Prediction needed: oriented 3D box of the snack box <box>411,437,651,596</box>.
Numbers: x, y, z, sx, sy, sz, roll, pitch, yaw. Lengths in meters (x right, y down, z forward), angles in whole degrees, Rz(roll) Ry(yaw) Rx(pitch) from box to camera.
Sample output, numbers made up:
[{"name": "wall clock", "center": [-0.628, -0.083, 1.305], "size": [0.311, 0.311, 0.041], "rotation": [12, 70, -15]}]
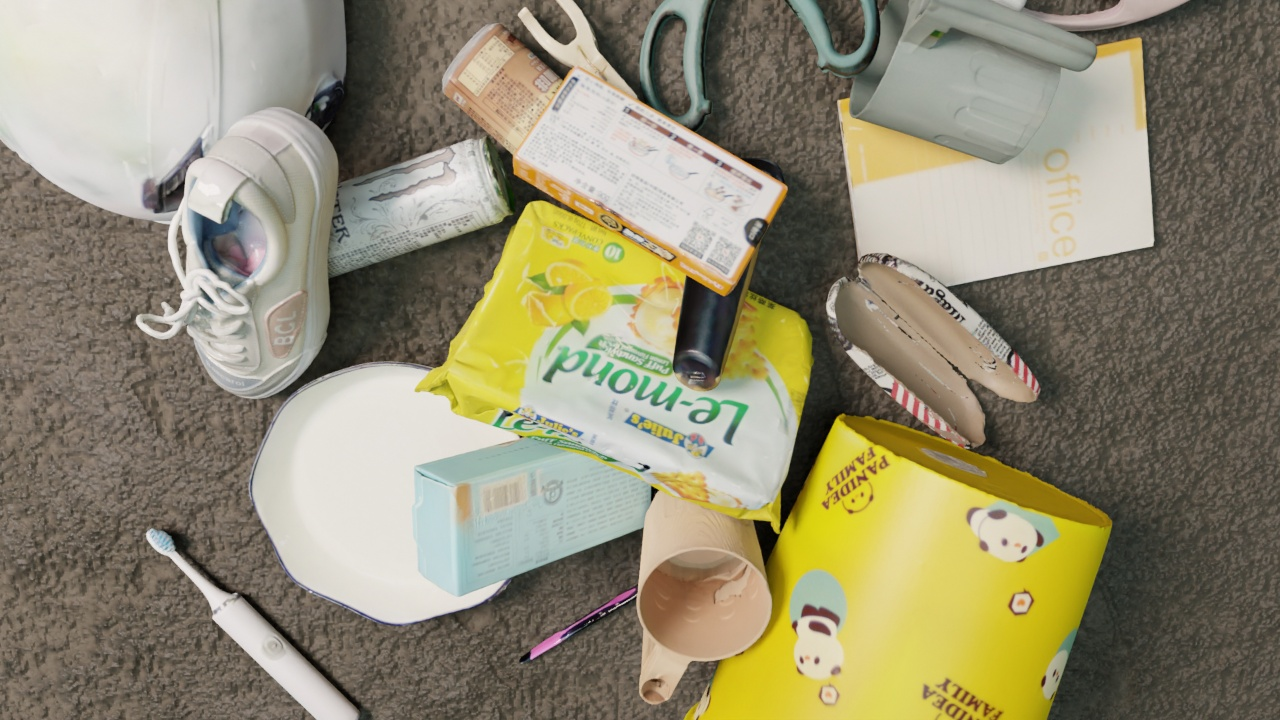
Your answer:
[{"name": "snack box", "center": [-0.068, 0.093, 0.625], "size": [0.174, 0.052, 0.074], "rotation": [-12, 110, -42]}]

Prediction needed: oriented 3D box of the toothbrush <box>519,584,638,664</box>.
[{"name": "toothbrush", "center": [-0.017, 0.193, 0.724], "size": [0.189, 0.014, 0.018], "rotation": [-34, 115, 9]}]

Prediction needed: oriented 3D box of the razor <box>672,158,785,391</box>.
[{"name": "razor", "center": [0.054, -0.058, 0.597], "size": [0.062, 0.167, 0.067], "rotation": [2, 151, 24]}]

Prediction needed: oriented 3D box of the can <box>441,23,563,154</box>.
[{"name": "can", "center": [-0.069, -0.161, 0.603], "size": [0.116, 0.058, 0.058], "rotation": [41, 101, -11]}]

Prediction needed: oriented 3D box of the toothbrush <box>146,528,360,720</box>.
[{"name": "toothbrush", "center": [-0.304, 0.212, 0.719], "size": [0.026, 0.026, 0.221], "rotation": [-29, 106, 41]}]

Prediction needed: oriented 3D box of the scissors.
[{"name": "scissors", "center": [0.057, -0.216, 0.594], "size": [0.170, 0.019, 0.182], "rotation": [46, 112, 6]}]

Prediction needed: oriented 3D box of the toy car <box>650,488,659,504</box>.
[{"name": "toy car", "center": [0.048, 0.092, 0.681], "size": [0.053, 0.045, 0.120], "rotation": [29, 101, -10]}]

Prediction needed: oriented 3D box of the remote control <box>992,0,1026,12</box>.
[{"name": "remote control", "center": [0.170, -0.251, 0.581], "size": [0.150, 0.058, 0.021], "rotation": [27, 81, -8]}]

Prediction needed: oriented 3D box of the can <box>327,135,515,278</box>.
[{"name": "can", "center": [-0.162, -0.102, 0.618], "size": [0.147, 0.058, 0.058], "rotation": [-17, 105, 4]}]

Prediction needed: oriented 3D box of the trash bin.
[{"name": "trash bin", "center": [0.175, 0.187, 0.624], "size": [0.229, 0.229, 0.255], "rotation": [18, 99, -6]}]

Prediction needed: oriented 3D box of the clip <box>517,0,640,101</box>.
[{"name": "clip", "center": [-0.037, -0.198, 0.598], "size": [0.034, 0.066, 0.099], "rotation": [-38, 91, 9]}]

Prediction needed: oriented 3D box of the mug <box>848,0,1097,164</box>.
[{"name": "mug", "center": [0.199, -0.179, 0.560], "size": [0.103, 0.124, 0.083], "rotation": [18, 84, -6]}]

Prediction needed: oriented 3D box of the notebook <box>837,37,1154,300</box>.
[{"name": "notebook", "center": [0.249, -0.129, 0.639], "size": [0.206, 0.010, 0.146], "rotation": [-11, 104, 3]}]

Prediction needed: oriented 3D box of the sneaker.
[{"name": "sneaker", "center": [-0.250, -0.039, 0.569], "size": [0.089, 0.090, 0.243], "rotation": [30, 134, -2]}]

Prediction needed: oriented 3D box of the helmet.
[{"name": "helmet", "center": [-0.302, -0.200, 0.545], "size": [0.229, 0.145, 0.259], "rotation": [19, 104, -5]}]

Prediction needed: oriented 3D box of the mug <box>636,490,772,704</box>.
[{"name": "mug", "center": [0.033, 0.152, 0.622], "size": [0.084, 0.103, 0.125], "rotation": [23, 109, -6]}]

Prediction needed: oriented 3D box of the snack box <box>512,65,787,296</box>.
[{"name": "snack box", "center": [0.006, -0.110, 0.558], "size": [0.154, 0.026, 0.075], "rotation": [30, 74, 0]}]

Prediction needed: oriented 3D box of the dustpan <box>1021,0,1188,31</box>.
[{"name": "dustpan", "center": [0.292, -0.309, 0.494], "size": [0.222, 0.274, 0.138], "rotation": [12, 80, -1]}]

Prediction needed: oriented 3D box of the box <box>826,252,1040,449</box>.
[{"name": "box", "center": [0.207, -0.014, 0.632], "size": [0.163, 0.076, 0.088], "rotation": [38, 131, -15]}]

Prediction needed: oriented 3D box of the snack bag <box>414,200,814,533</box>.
[{"name": "snack bag", "center": [-0.004, 0.004, 0.610], "size": [0.246, 0.157, 0.068], "rotation": [22, 146, -5]}]

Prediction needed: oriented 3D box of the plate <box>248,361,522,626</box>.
[{"name": "plate", "center": [-0.177, 0.095, 0.679], "size": [0.205, 0.045, 0.205], "rotation": [0, 106, -1]}]
